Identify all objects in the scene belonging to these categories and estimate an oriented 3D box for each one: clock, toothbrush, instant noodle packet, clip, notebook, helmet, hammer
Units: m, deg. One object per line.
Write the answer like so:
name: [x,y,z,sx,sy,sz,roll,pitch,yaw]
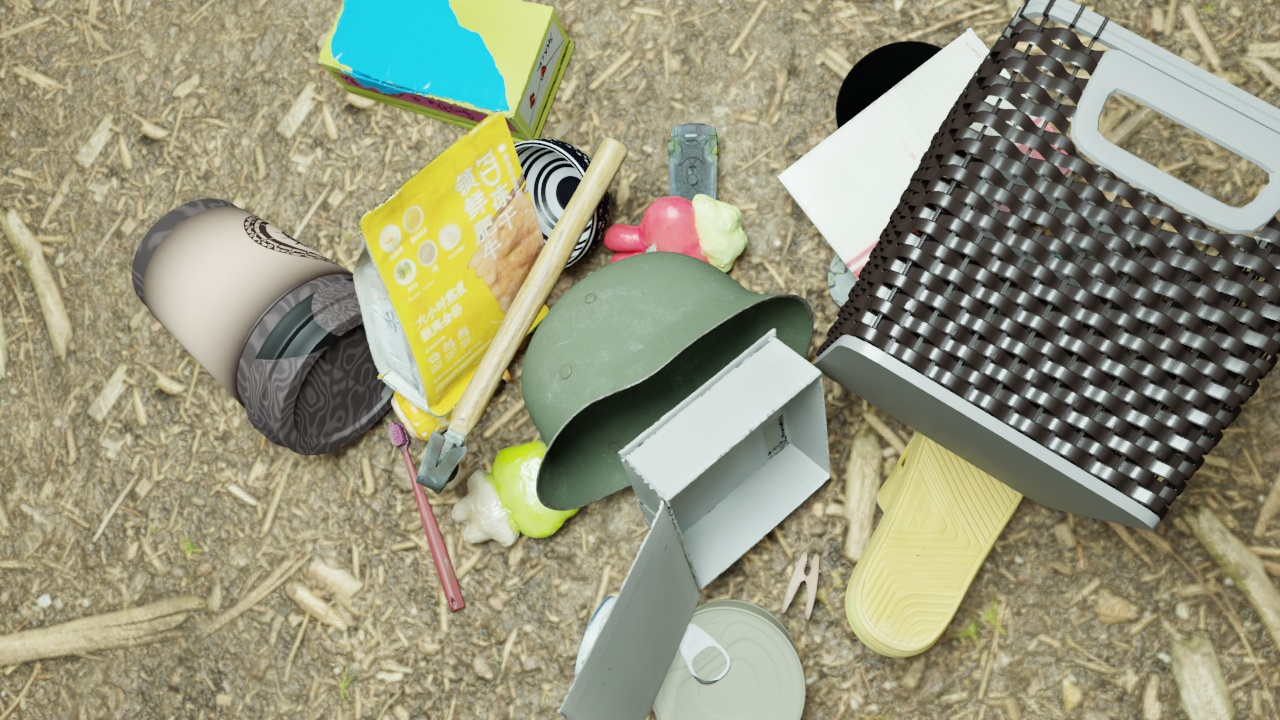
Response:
clock: [-0.022,0.249,0.785,0.057,0.117,0.083,16,85,17]
toothbrush: [-0.206,0.148,0.878,0.016,0.016,0.189,-22,80,5]
instant noodle packet: [-0.160,-0.083,0.774,0.084,0.222,0.162,31,57,20]
clip: [0.137,0.198,0.815,0.045,0.025,0.061,8,77,8]
notebook: [0.248,-0.166,0.799,0.209,0.012,0.153,-37,84,5]
helmet: [-0.005,0.005,0.781,0.267,0.227,0.154,-40,62,-8]
hammer: [-0.098,-0.040,0.768,0.033,0.132,0.330,28,84,-5]

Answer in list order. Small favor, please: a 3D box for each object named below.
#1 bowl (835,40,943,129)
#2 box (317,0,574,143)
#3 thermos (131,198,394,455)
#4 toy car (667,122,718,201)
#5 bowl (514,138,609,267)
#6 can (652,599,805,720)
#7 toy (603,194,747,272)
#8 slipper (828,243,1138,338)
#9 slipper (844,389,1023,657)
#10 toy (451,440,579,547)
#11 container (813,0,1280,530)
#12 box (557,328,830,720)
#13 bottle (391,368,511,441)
bowl: [0.238,-0.220,0.834,0.124,0.052,0.124,0,90,7]
box: [-0.192,-0.304,0.907,0.221,0.079,0.124,17,84,14]
thermos: [-0.344,-0.041,0.854,0.226,0.172,0.172,34,89,18]
toy car: [0.050,-0.171,0.871,0.048,0.033,0.105,1,96,8]
bowl: [-0.078,-0.151,0.865,0.120,0.066,0.120,11,115,25]
can: [0.076,0.272,0.788,0.128,0.073,0.127,-1,82,9]
toy: [0.031,-0.109,0.848,0.135,0.045,0.092,-11,120,20]
slipper: [0.302,-0.061,0.807,0.269,0.054,0.098,4,85,11]
slipper: [0.250,0.130,0.774,0.099,0.078,0.262,31,67,10]
toy: [-0.119,0.130,0.854,0.118,0.043,0.092,-30,81,7]
container: [0.289,-0.050,0.654,0.247,0.245,0.243,32,89,7]
box: [0.006,0.173,0.693,0.108,0.166,0.417,27,64,31]
bottle: [-0.177,0.029,0.866,0.109,0.063,0.063,-31,79,-6]
